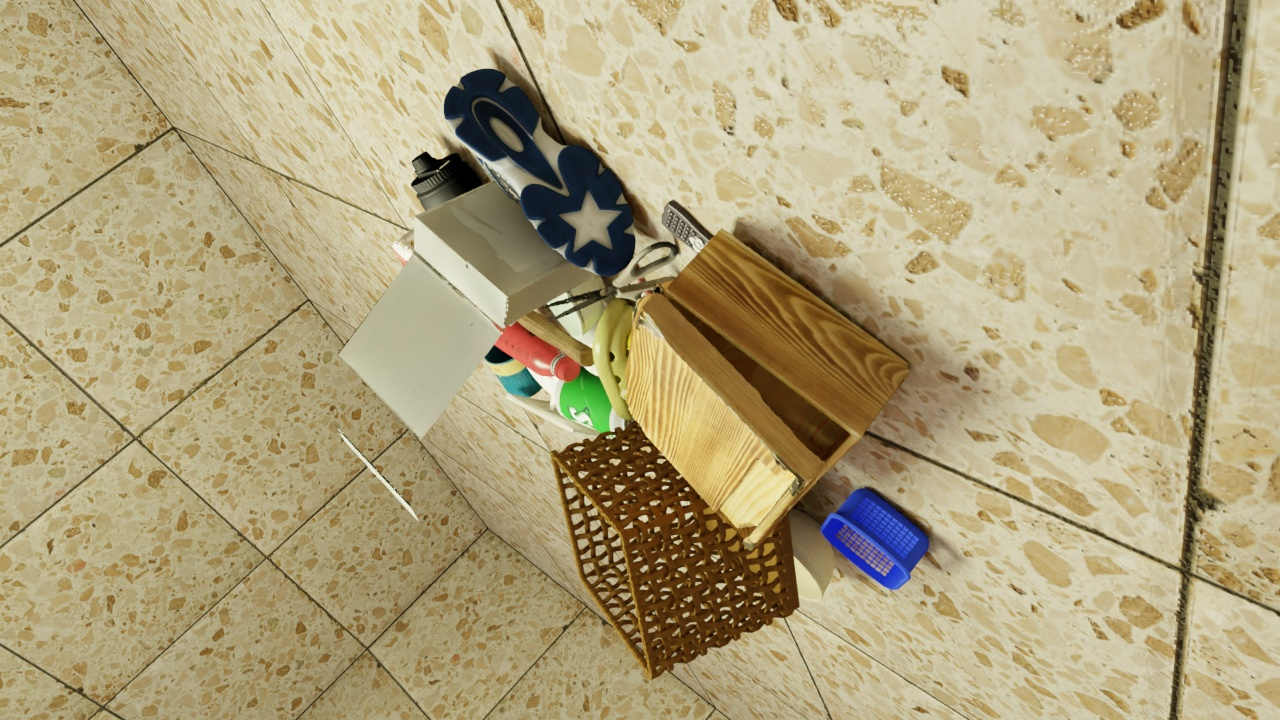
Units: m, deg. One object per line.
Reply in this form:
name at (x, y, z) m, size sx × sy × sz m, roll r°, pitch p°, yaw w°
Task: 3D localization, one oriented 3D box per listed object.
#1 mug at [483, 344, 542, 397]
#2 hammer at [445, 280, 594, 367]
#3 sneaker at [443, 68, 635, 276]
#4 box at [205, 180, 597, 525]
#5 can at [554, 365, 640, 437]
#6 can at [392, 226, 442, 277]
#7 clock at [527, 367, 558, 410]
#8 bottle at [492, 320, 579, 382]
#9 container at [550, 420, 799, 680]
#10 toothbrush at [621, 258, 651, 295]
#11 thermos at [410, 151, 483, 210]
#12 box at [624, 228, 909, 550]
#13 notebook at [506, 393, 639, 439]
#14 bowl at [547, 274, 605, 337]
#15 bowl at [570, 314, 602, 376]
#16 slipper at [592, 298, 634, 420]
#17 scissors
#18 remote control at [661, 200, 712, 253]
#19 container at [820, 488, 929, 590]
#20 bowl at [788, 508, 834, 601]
mug at (-0.229, -0.002, 1.656) m, size 0.113 × 0.083 × 0.107 m, roll 57°, pitch 176°, yaw 44°
hammer at (-0.154, -0.058, 1.314) m, size 0.132 × 0.040 × 0.305 m, roll 12°, pitch -166°, yaw -43°
sneaker at (-0.110, -0.202, 1.047) m, size 0.269 × 0.103 × 0.132 m, roll 46°, pitch 174°, yaw -2°
box at (-0.258, -0.032, 1.046) m, size 0.166 × 0.477 × 0.119 m, roll 41°, pitch 165°, yaw 22°
can at (-0.058, 0.063, 1.402) m, size 0.140 × 0.087 × 0.088 m, roll 19°, pitch 148°, yaw 34°
can at (-0.303, -0.179, 1.392) m, size 0.086 × 0.116 × 0.087 m, roll 38°, pitch 159°, yaw 18°
clock at (-0.140, 0.016, 1.511) m, size 0.125 × 0.072 × 0.161 m, roll 34°, pitch 157°, yaw 28°
bottle at (-0.158, -0.017, 1.396) m, size 0.177 × 0.062 × 0.062 m, roll 31°, pitch 155°, yaw 40°
container at (0.042, 0.222, 1.204) m, size 0.252 × 0.213 × 0.220 m, roll 36°, pitch 141°, yaw 60°
toothbrush at (0.024, -0.054, 1.149) m, size 0.016 × 0.016 × 0.190 m, roll 14°, pitch 143°, yaw 53°
thermos at (-0.241, -0.202, 1.277) m, size 0.086 × 0.086 × 0.198 m, roll 13°, pitch 142°, yaw 56°
box at (0.102, 0.036, 0.965) m, size 0.245 × 0.167 × 0.280 m, roll 41°, pitch 161°, yaw 12°
notebook at (-0.117, 0.099, 1.592) m, size 0.153 × 0.012 × 0.209 m, roll 13°, pitch -174°, yaw -41°
bowl at (-0.085, -0.094, 1.204) m, size 0.117 × 0.061 × 0.118 m, roll 52°, pitch 163°, yaw 22°
bowl at (-0.060, -0.016, 1.329) m, size 0.105 × 0.054 × 0.105 m, roll 40°, pitch 159°, yaw 18°
slipper at (-0.007, 0.007, 1.222) m, size 0.082 × 0.091 × 0.191 m, roll 11°, pitch 136°, yaw 25°
scissors at (-0.022, -0.077, 1.031) m, size 0.154 × 0.163 × 0.012 m, roll 21°, pitch -146°, yaw -47°
remote control at (0.070, -0.116, 0.955) m, size 0.124 × 0.009 × 0.046 m, roll 42°, pitch 159°, yaw 8°
container at (0.282, 0.210, 1.095) m, size 0.114 × 0.058 × 0.096 m, roll 39°, pitch 159°, yaw 16°
bowl at (0.215, 0.260, 1.292) m, size 0.151 × 0.075 × 0.151 m, roll 39°, pitch 158°, yaw 18°
